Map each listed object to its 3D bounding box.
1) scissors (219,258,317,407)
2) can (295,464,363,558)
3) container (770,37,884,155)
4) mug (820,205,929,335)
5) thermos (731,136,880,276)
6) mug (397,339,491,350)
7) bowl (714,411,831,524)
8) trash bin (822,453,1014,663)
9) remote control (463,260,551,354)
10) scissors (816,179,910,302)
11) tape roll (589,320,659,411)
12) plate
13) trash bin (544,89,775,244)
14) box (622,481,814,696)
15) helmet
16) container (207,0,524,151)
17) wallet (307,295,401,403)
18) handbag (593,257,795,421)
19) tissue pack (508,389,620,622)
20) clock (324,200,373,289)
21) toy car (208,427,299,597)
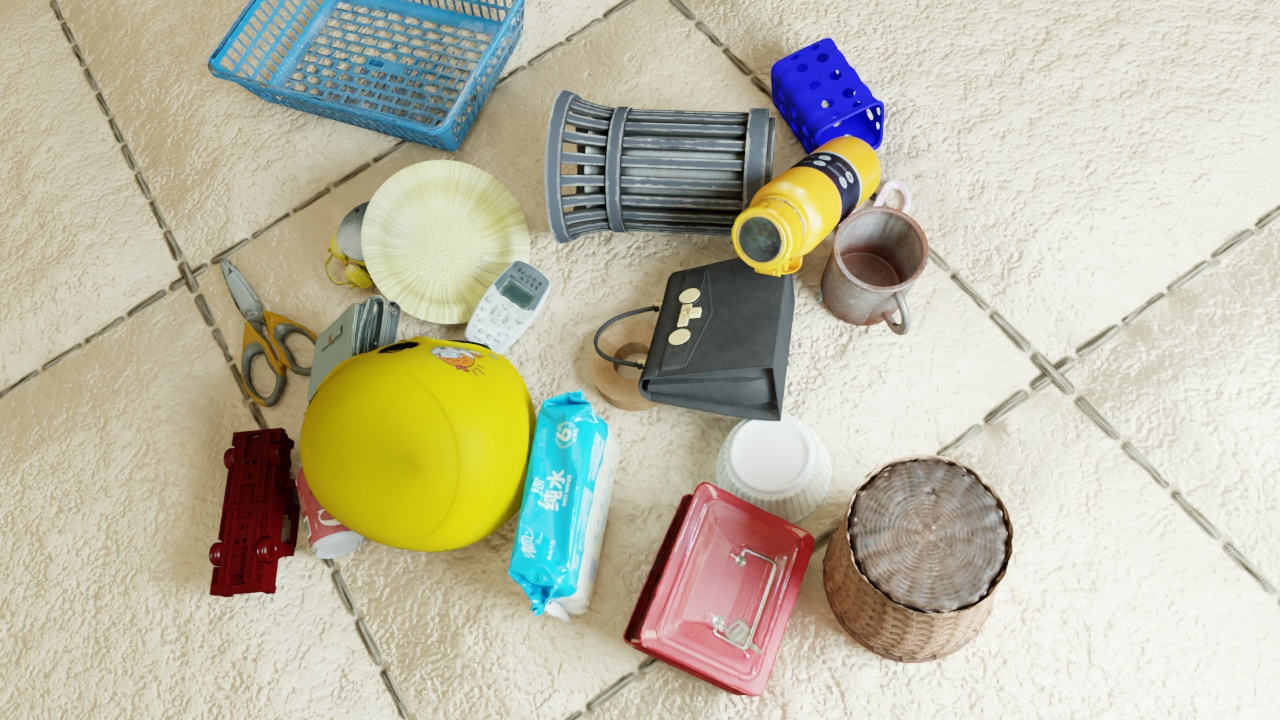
[{"bbox_3d":[-0.459,-0.039,1.080,0.113,0.016,0.229,-41,65,-10],"label":"scissors"},{"bbox_3d":[-0.322,0.151,0.949,0.054,0.054,0.096,-23,64,-1],"label":"can"},{"bbox_3d":[0.208,-0.288,1.035,0.085,0.084,0.113,-25,63,-1],"label":"container"},{"bbox_3d":[0.238,-0.077,0.919,0.096,0.110,0.123,-19,73,2],"label":"mug"},{"bbox_3d":[0.170,-0.150,0.909,0.076,0.091,0.231,-17,15,39],"label":"thermos"},{"bbox_3d":[-0.206,0.039,0.969,0.094,0.085,0.121,1,94,7],"label":"mug"},{"bbox_3d":[0.127,0.099,0.886,0.115,0.062,0.115,-4,65,9],"label":"bowl"},{"bbox_3d":[0.230,0.161,0.759,0.151,0.210,0.151,-4,65,8],"label":"trash bin"},{"bbox_3d":[-0.148,-0.056,1.016,0.060,0.028,0.114,36,76,0],"label":"remote control"},{"bbox_3d":[0.242,-0.128,0.996,0.101,0.016,0.178,10,68,14],"label":"scissors"},{"bbox_3d":[-0.006,0.006,0.971,0.094,0.027,0.093,-4,65,8],"label":"tape roll"},{"bbox_3d":[-0.220,-0.131,1.040,0.184,0.036,0.184,2,85,-18],"label":"plate"},{"bbox_3d":[0.027,-0.204,0.991,0.227,0.164,0.164,4,67,8],"label":"trash bin"},{"bbox_3d":[0.071,0.212,0.837,0.137,0.127,0.157,27,69,-1],"label":"box"},{"bbox_3d":[-0.217,0.086,0.858,0.240,0.139,0.209,2,96,-2],"label":"helmet"},{"bbox_3d":[-0.336,-0.405,1.181,0.362,0.089,0.256,19,71,18],"label":"container"},{"bbox_3d":[-0.313,-0.007,0.989,0.132,0.054,0.100,-26,50,46],"label":"wallet"},{"bbox_3d":[0.048,-0.027,0.928,0.196,0.072,0.175,0,43,16],"label":"handbag"},{"bbox_3d":[-0.070,0.144,0.873,0.066,0.117,0.209,2,67,14],"label":"tissue pack"},{"bbox_3d":[-0.317,-0.133,1.074,0.118,0.057,0.083,-34,65,-6],"label":"clock"},{"bbox_3d":[-0.396,0.160,0.953,0.070,0.062,0.169,-6,65,7],"label":"toy car"}]
